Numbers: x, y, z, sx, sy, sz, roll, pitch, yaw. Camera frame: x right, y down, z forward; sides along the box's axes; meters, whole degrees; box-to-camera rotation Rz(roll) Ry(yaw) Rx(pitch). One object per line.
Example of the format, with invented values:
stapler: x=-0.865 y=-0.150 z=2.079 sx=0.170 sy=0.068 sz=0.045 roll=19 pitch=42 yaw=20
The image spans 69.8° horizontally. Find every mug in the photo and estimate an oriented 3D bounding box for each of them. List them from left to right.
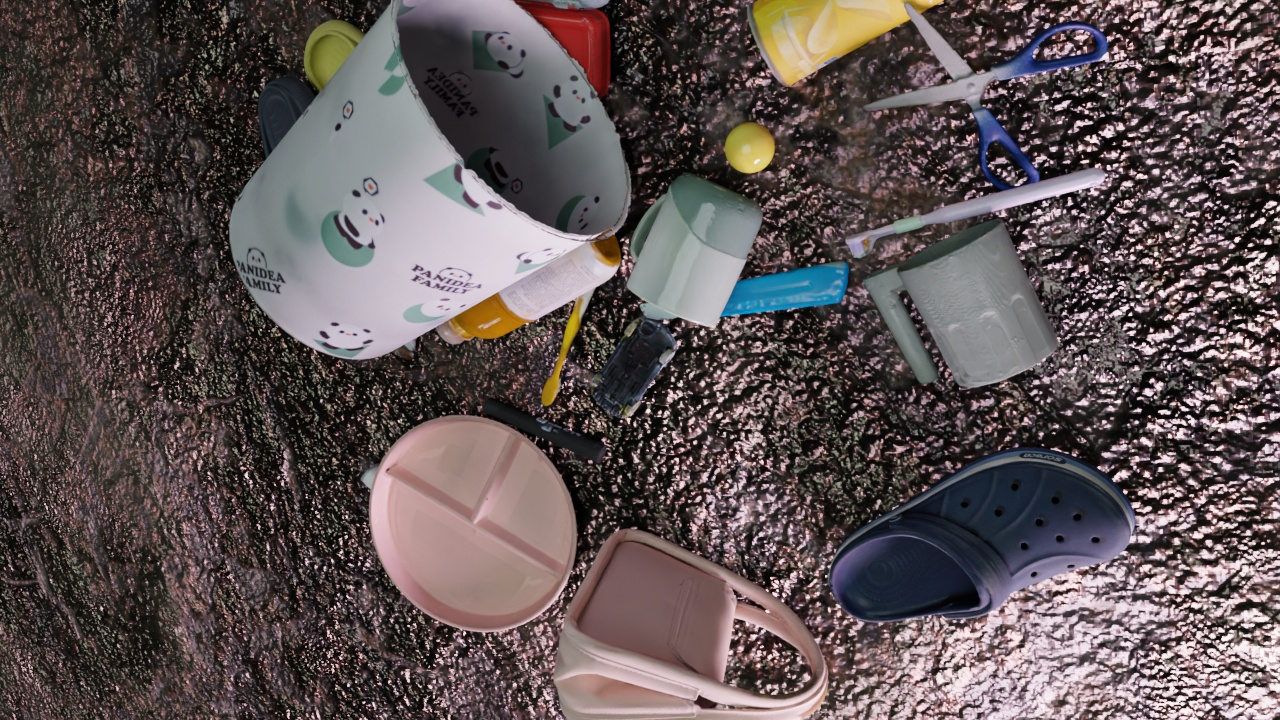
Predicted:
mug: x=0.038 y=-0.099 z=0.767 sx=0.112 sy=0.082 sz=0.106 roll=36 pitch=108 yaw=42
mug: x=0.244 y=-0.038 z=0.710 sx=0.124 sy=0.083 sz=0.103 roll=-23 pitch=98 yaw=53

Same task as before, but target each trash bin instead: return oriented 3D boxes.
trash bin: x=-0.175 y=-0.134 z=0.727 sx=0.253 sy=0.228 sz=0.229 roll=-30 pitch=93 yaw=32

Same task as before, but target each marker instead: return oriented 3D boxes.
marker: x=-0.095 y=0.069 z=0.906 sx=0.132 sy=0.020 sz=0.022 roll=21 pitch=129 yaw=16

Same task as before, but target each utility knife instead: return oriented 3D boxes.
utility knife: x=0.086 y=-0.055 z=0.795 sx=0.192 sy=0.018 sz=0.034 roll=-7 pitch=87 yaw=25

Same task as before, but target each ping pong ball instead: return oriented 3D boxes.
ping pong ball: x=0.089 y=-0.173 z=0.745 sx=0.040 sy=0.040 sz=0.040 roll=6 pitch=108 yaw=20

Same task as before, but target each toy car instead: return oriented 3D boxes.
toy car: x=-0.005 y=0.005 z=0.843 sx=0.049 sy=0.031 sz=0.106 roll=38 pitch=117 yaw=7

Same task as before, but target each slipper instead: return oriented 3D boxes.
slipper: x=-0.318 y=-0.132 z=0.881 sx=0.111 sy=0.083 sz=0.268 roll=-6 pitch=109 yaw=47
slipper: x=-0.252 y=-0.236 z=0.845 sx=0.190 sy=0.081 sz=0.092 roll=43 pitch=119 yaw=8
slipper: x=0.262 y=0.153 z=0.747 sx=0.253 sy=0.095 sz=0.105 roll=-28 pitch=97 yaw=30

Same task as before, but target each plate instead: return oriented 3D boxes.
plate: x=-0.171 y=0.166 z=0.944 sx=0.230 sy=0.028 sz=0.229 roll=2 pitch=99 yaw=14

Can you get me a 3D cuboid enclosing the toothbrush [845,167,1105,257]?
toothbrush: x=0.250 y=-0.113 z=0.698 sx=0.190 sy=0.029 sz=0.021 roll=-14 pitch=68 yaw=30

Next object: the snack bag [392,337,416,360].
snack bag: x=-0.235 y=-0.051 z=0.923 sx=0.045 sy=0.026 sz=0.105 roll=26 pitch=116 yaw=10

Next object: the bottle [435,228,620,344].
bottle: x=-0.107 y=-0.068 z=0.827 sx=0.190 sy=0.067 sz=0.068 roll=-26 pitch=95 yaw=27

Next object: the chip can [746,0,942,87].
chip can: x=0.184 y=-0.279 z=0.656 sx=0.214 sy=0.071 sz=0.072 roll=-23 pitch=96 yaw=26

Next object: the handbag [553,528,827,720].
handbag: x=0.052 y=0.251 z=0.818 sx=0.234 sy=0.193 sz=0.093 roll=12 pitch=112 yaw=8

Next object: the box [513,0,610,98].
box: x=-0.115 y=-0.308 z=0.783 sx=0.201 sy=0.060 sz=0.161 roll=13 pitch=107 yaw=17

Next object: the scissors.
scissors: x=0.251 y=-0.195 z=0.660 sx=0.163 sy=0.012 sz=0.176 roll=-30 pitch=112 yaw=17

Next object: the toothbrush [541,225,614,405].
toothbrush: x=-0.058 y=-0.040 z=0.862 sx=0.016 sy=0.018 sz=0.192 roll=26 pitch=111 yaw=10

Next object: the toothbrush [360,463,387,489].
toothbrush: x=-0.215 y=0.196 z=0.989 sx=0.221 sy=0.026 sz=0.026 roll=43 pitch=156 yaw=5
